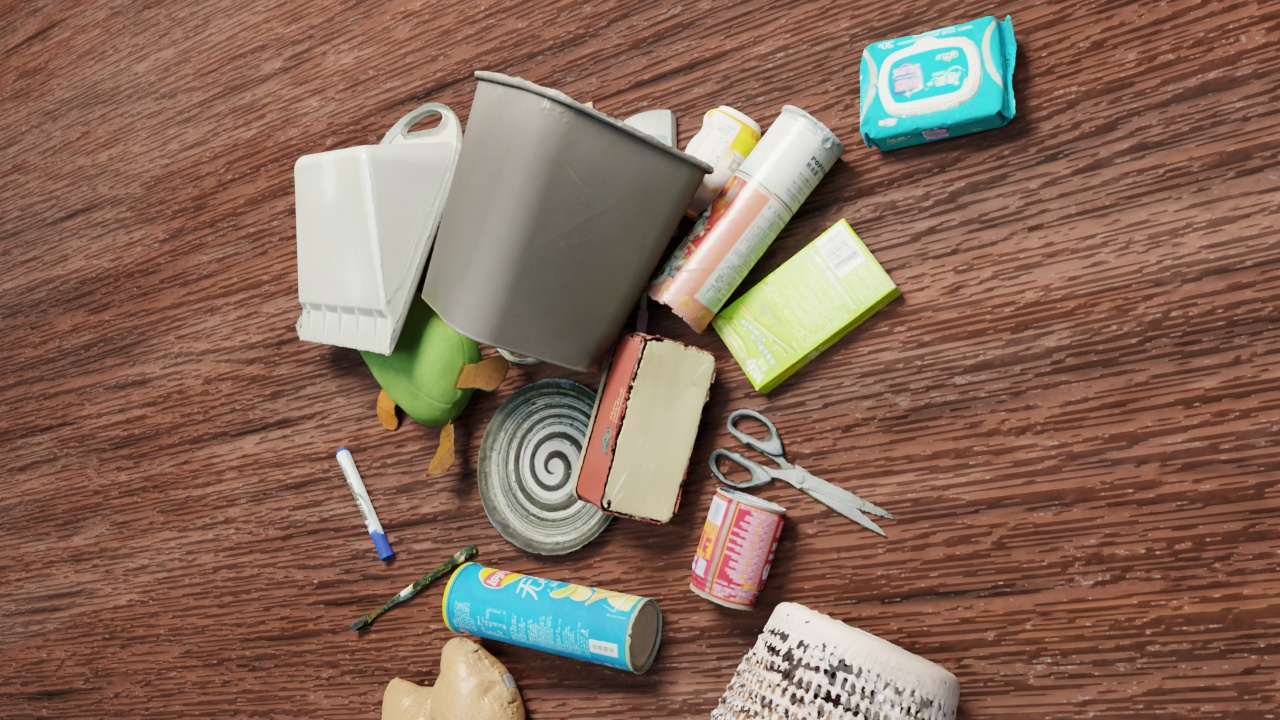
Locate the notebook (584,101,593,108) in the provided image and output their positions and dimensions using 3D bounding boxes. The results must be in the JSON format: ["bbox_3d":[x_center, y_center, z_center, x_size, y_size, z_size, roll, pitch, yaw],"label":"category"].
[{"bbox_3d":[-0.102,-0.163,0.991,0.150,0.012,0.211,-17,70,22],"label":"notebook"}]

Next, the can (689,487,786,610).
[{"bbox_3d":[0.086,0.168,0.819,0.066,0.066,0.094,17,89,28],"label":"can"}]

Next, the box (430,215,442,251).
[{"bbox_3d":[-0.195,-0.175,1.001,0.185,0.061,0.089,-5,77,42],"label":"box"}]

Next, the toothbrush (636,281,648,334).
[{"bbox_3d":[-0.005,0.005,0.920,0.020,0.029,0.189,5,84,-14],"label":"toothbrush"}]

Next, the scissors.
[{"bbox_3d":[0.145,0.099,0.831,0.172,0.014,0.146,-13,77,24],"label":"scissors"}]

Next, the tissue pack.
[{"bbox_3d":[0.261,-0.243,0.807,0.134,0.050,0.093,-7,78,25],"label":"tissue pack"}]

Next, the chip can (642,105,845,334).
[{"bbox_3d":[0.095,-0.128,0.851,0.071,0.071,0.215,40,96,26],"label":"chip can"}]

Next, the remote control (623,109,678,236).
[{"bbox_3d":[0.010,-0.190,0.942,0.056,0.019,0.135,-5,80,26],"label":"remote control"}]

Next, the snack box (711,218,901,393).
[{"bbox_3d":[0.150,-0.049,0.845,0.157,0.026,0.085,-39,66,16],"label":"snack box"}]

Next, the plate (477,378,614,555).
[{"bbox_3d":[-0.089,0.108,0.942,0.180,0.024,0.179,-4,82,26],"label":"plate"}]

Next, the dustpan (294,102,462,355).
[{"bbox_3d":[-0.276,-0.151,1.004,0.223,0.142,0.258,8,104,46],"label":"dustpan"}]

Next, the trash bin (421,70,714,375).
[{"bbox_3d":[-0.083,-0.123,0.845,0.199,0.198,0.220,38,107,56],"label":"trash bin"}]

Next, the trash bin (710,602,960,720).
[{"bbox_3d":[0.141,0.302,0.703,0.228,0.227,0.192,18,77,28],"label":"trash bin"}]

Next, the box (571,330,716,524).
[{"bbox_3d":[0.009,0.063,0.851,0.080,0.091,0.168,14,88,61],"label":"box"}]

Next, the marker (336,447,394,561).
[{"bbox_3d":[-0.316,0.163,1.050,0.017,0.017,0.145,-38,67,16],"label":"marker"}]

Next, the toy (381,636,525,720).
[{"bbox_3d":[-0.212,0.384,0.932,0.226,0.082,0.143,-37,63,20],"label":"toy"}]

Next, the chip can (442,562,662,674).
[{"bbox_3d":[-0.087,0.248,0.892,0.211,0.071,0.071,3,83,26],"label":"chip can"}]

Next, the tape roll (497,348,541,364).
[{"bbox_3d":[-0.121,-0.038,0.986,0.086,0.014,0.085,-5,80,26],"label":"tape roll"}]

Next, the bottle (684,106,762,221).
[{"bbox_3d":[0.070,-0.188,0.887,0.063,0.063,0.108,36,100,27],"label":"bottle"}]

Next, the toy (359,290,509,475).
[{"bbox_3d":[-0.239,-0.005,0.999,0.246,0.089,0.227,45,116,28],"label":"toy"}]

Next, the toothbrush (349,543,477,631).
[{"bbox_3d":[-0.250,0.250,1.002,0.186,0.017,0.012,-35,74,17],"label":"toothbrush"}]
